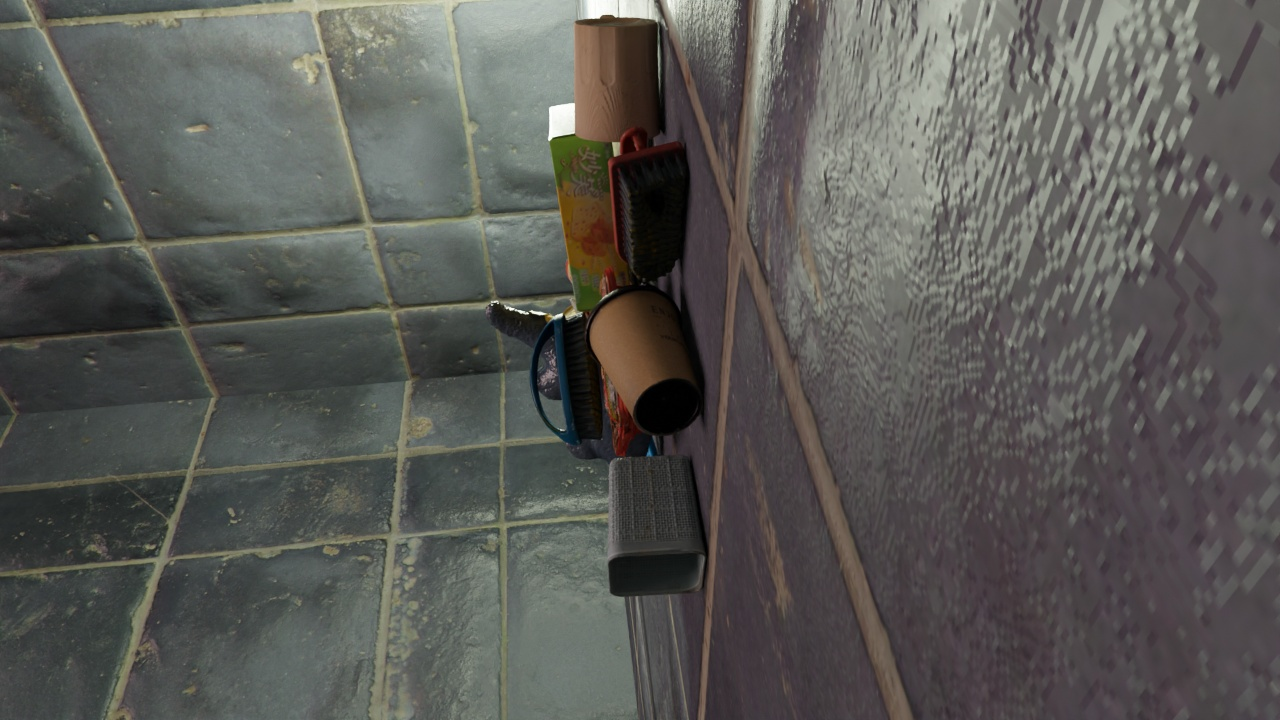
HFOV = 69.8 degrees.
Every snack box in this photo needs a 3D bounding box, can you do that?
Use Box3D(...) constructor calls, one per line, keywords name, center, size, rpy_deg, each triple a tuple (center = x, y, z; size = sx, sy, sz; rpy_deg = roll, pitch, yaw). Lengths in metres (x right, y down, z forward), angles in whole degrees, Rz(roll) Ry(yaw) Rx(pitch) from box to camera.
Box3D(name="snack box", center=(-0.059, -0.184, 1.083), size=(0.157, 0.070, 0.210), rpy_deg=(-100, 3, -61))

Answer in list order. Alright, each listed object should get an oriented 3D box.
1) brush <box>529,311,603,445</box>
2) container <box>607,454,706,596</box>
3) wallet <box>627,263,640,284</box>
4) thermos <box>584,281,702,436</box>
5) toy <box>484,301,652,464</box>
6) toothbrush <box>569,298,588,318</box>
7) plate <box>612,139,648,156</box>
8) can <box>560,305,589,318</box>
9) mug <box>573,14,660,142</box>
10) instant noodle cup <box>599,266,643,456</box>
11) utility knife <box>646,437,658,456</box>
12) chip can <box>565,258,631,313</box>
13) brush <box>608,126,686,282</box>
Box3D(name="brush", center=(-0.080, 0.020, 0.965), size=(0.055, 0.073, 0.143), rpy_deg=(68, -168, -71))
Box3D(name="container", center=(0.012, 0.156, 0.883), size=(0.090, 0.090, 0.111), rpy_deg=(90, 177, -52))
Box3D(name="wallet", center=(-0.028, -0.082, 1.294), size=(0.123, 0.020, 0.096), rpy_deg=(129, 132, -54))
Box3D(name="thermos", center=(0.006, -0.001, 0.813), size=(0.143, 0.093, 0.093), rpy_deg=(-114, 18, -52))
Box3D(name="toy", center=(-0.054, 0.051, 1.178), size=(0.356, 0.138, 0.091), rpy_deg=(59, 177, -11))
Box3D(name="toothbrush", center=(-0.040, -0.005, 1.221), size=(0.187, 0.017, 0.016), rpy_deg=(54, -175, -12))
Box3D(name="plate", center=(-0.013, -0.272, 1.060), size=(0.164, 0.034, 0.164), rpy_deg=(89, 174, -46))
Box3D(name="can", center=(-0.068, -0.017, 1.259), size=(0.111, 0.075, 0.075), rpy_deg=(42, -169, -18))
Box3D(name="mug", center=(-0.025, -0.277, 0.891), size=(0.124, 0.084, 0.104), rpy_deg=(-105, 13, -63))
Box3D(name="instant noodle cup", center=(-0.006, 0.006, 0.983), size=(0.189, 0.079, 0.164), rpy_deg=(100, 165, -69))
Box3D(name="utility knife", center=(-0.001, 0.088, 1.265), size=(0.034, 0.018, 0.166), rpy_deg=(-53, 50, 49))
Box3D(name="chip can", center=(-0.044, -0.088, 1.203), size=(0.216, 0.073, 0.073), rpy_deg=(-123, 27, -60))
Box3D(name="brush", center=(0.004, -0.132, 0.800), size=(0.146, 0.063, 0.069), rpy_deg=(89, 163, -58))
